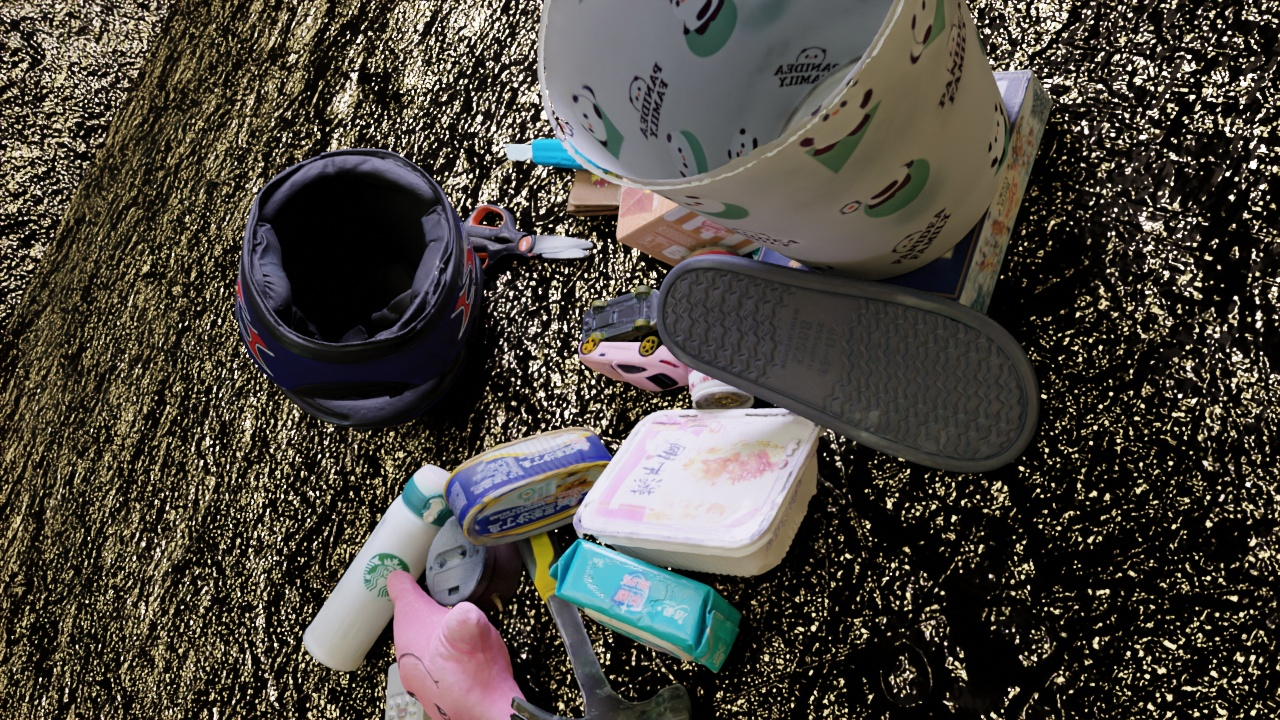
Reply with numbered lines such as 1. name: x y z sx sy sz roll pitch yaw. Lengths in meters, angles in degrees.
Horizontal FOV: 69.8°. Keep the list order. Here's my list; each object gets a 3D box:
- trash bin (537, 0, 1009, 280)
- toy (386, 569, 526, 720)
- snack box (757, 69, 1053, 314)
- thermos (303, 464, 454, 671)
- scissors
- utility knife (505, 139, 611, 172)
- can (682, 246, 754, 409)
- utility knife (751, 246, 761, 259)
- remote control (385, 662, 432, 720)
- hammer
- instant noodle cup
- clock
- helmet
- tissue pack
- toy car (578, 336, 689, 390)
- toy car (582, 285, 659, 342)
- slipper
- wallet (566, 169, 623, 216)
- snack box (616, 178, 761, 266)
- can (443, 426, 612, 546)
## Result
1. trash bin: 0.102 -0.170 0.569 0.230 0.251 0.229 -10 71 33
2. toy: -0.152 0.274 0.781 0.195 0.074 0.178 5 112 49
3. snack box: 0.191 -0.125 0.697 0.178 0.045 0.182 13 80 44
4. thermos: -0.254 0.207 0.928 0.224 0.073 0.073 -55 46 8
5. scissors: -0.128 -0.141 1.004 0.236 0.021 0.142 -16 61 37
6. utility knife: -0.078 -0.215 0.949 0.194 0.018 0.034 14 99 40
7. can: 0.064 -0.025 0.759 0.053 0.053 0.132 -21 59 34
8. utility knife: 0.106 -0.126 0.796 0.029 0.013 0.222 -14 61 39
9. remote control: -0.219 0.359 0.863 0.058 0.021 0.149 -23 57 33
10. hammer: -0.077 0.182 0.772 0.323 0.126 0.032 -122 31 -47
11. instant noodle cup: 0.050 0.102 0.684 0.174 0.060 0.137 -5 37 41
12. clock: -0.155 0.180 0.862 0.082 0.055 0.121 -25 56 32
13. helmet: -0.282 -0.047 0.942 0.241 0.247 0.315 98 163 -47
14. tissue pack: 0.004 0.179 0.671 0.134 0.093 0.050 15 69 26
15. toy car: -0.005 0.005 0.807 0.123 0.056 0.037 2 66 43
16. toy car: -0.014 -0.038 0.847 0.091 0.035 0.042 -17 62 35
17. slipper: 0.144 -0.013 0.643 0.268 0.083 0.111 20 110 21
18. wallet: -0.032 -0.207 0.943 0.090 0.033 0.115 6 79 42
19. snack box: 0.046 -0.135 0.785 0.095 0.092 0.077 -21 57 49
20. can: -0.090 0.107 0.784 0.049 0.148 0.075 50 144 41
